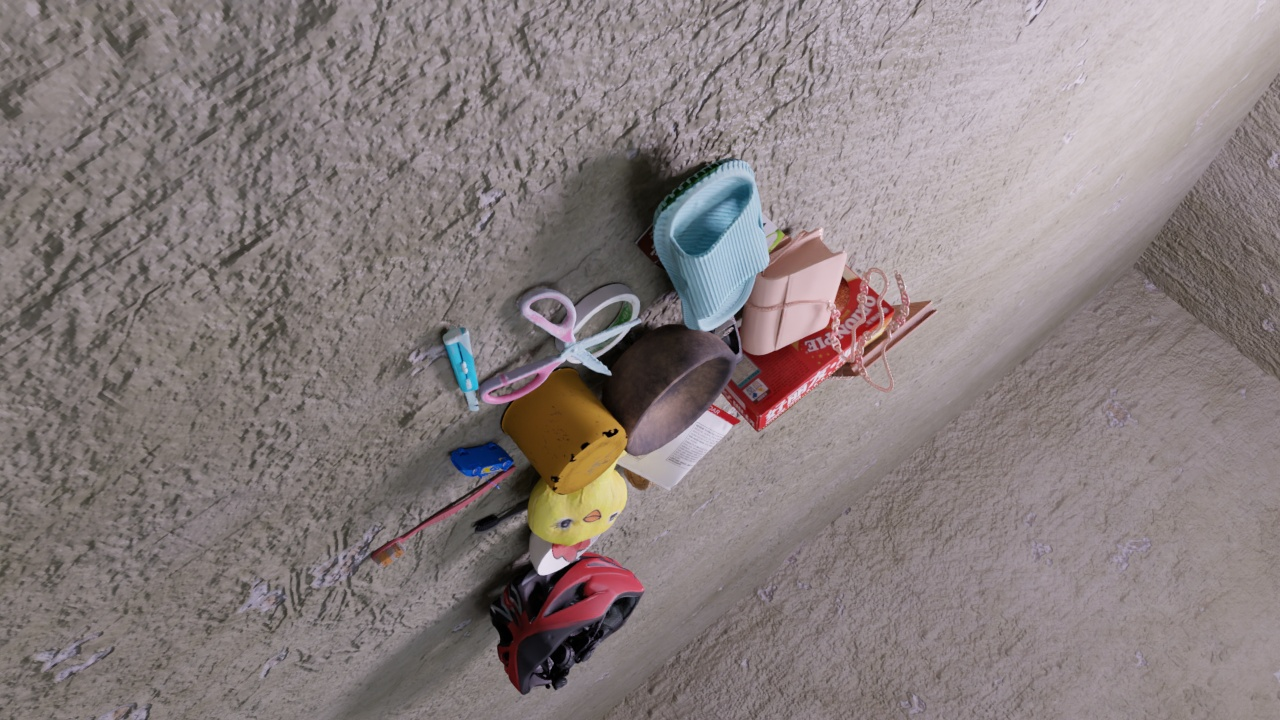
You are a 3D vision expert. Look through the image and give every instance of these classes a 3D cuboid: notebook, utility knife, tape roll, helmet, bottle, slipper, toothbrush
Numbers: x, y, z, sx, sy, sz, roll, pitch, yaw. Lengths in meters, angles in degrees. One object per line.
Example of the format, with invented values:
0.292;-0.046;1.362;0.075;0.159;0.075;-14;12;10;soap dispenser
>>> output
0.304;-0.024;1.325;0.169;0.022;0.211;-36;-170;-17;notebook
-0.154;0.011;0.818;0.022;0.015;0.149;-19;154;-11;utility knife
-0.042;-0.036;0.909;0.093;0.018;0.094;-35;157;-18;tape roll
-0.105;0.373;1.342;0.218;0.167;0.271;-47;157;12;helmet
0.031;0.137;1.283;0.105;0.056;0.056;-22;150;-39;bottle
0.078;-0.089;0.859;0.116;0.069;0.276;-41;158;-9;slipper
-0.211;0.168;1.008;0.184;0.015;0.015;-33;149;-23;toothbrush
-0.137;0.180;1.147;0.167;0.013;0.013;-20;141;-42;toothbrush

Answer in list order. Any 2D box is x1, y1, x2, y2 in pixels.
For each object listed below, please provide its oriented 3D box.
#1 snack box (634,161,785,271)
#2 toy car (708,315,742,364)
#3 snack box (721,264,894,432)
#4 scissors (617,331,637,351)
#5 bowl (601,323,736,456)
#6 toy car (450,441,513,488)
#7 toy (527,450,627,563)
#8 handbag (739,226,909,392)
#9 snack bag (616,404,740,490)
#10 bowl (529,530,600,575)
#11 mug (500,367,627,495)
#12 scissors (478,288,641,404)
0.076;-0.122;0.925;0.101;0.031;0.185;-47;157;12;snack box
0.097;-0.029;1.084;0.040;0.037;0.092;-31;122;-21;toy car
0.207;-0.024;1.204;0.236;0.113;0.060;-37;156;-12;snack box
0.010;-0.008;1.047;0.120;0.014;0.160;-29;157;-26;scissors
0.024;0.025;1.016;0.162;0.070;0.162;-36;157;-18;bowl
-0.168;0.120;0.959;0.091;0.033;0.062;-7;132;-54;toy car
-0.071;0.142;1.097;0.133;0.092;0.208;-2;126;-41;toy
0.204;-0.045;1.065;0.116;0.187;0.199;-28;151;-17;handbag
0.030;0.095;1.147;0.130;0.039;0.144;30;118;-23;snack bag
-0.107;0.232;1.240;0.114;0.050;0.115;-34;156;-18;bowl
-0.079;0.083;0.962;0.100;0.094;0.124;-26;152;-34;mug
-0.078;-0.016;0.858;0.170;0.013;0.175;-22;145;-9;scissors
